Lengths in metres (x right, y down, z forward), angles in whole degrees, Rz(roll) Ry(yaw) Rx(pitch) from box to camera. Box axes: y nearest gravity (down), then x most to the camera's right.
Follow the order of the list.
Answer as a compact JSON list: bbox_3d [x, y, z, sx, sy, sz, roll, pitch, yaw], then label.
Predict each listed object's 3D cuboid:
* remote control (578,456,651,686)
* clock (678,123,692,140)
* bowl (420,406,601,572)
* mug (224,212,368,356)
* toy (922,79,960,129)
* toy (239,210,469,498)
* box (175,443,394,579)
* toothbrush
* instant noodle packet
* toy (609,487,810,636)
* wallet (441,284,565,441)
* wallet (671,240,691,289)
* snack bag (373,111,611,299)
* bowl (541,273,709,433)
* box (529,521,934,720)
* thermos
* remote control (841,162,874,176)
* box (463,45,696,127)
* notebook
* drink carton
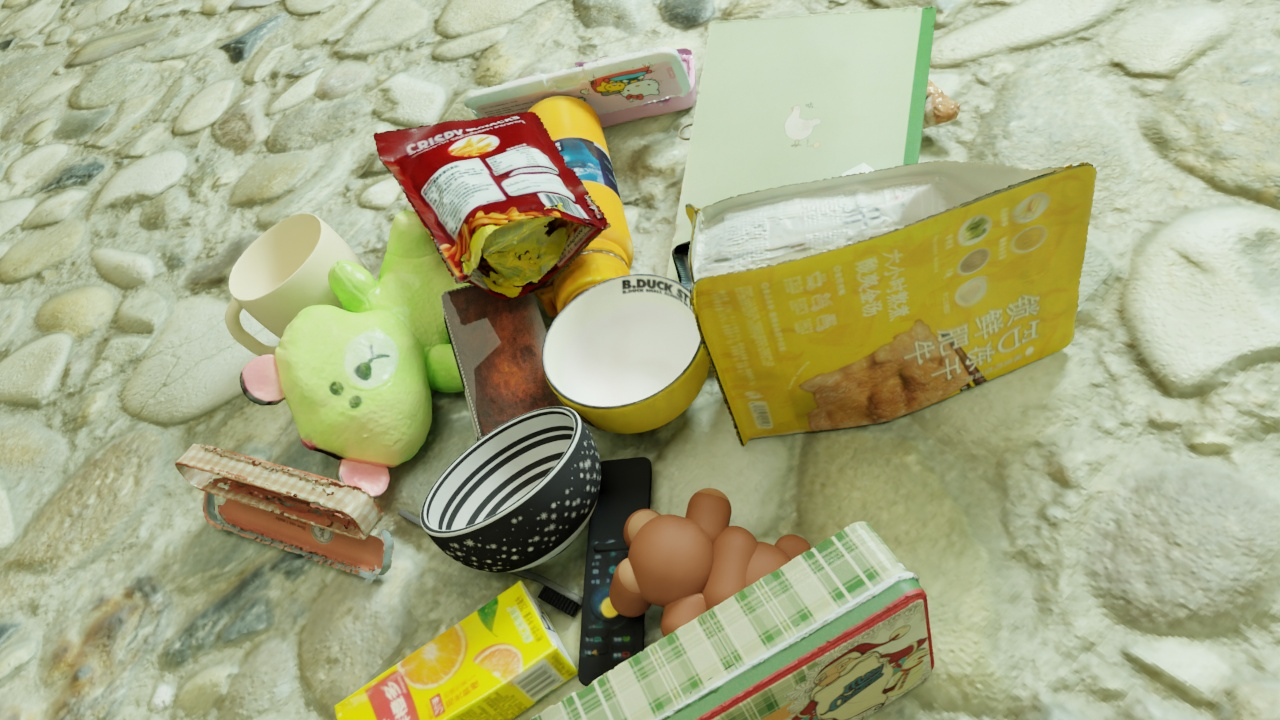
[{"bbox_3d":[-0.014,0.131,0.583,0.041,0.020,0.151,-7,52,14],"label":"remote control"},{"bbox_3d":[0.088,-0.181,0.768,0.141,0.055,0.092,26,66,32],"label":"clock"},{"bbox_3d":[-0.074,0.093,0.595,0.120,0.066,0.120,-27,23,12],"label":"bowl"},{"bbox_3d":[-0.283,-0.048,0.774,0.120,0.100,0.096,-43,45,-7],"label":"mug"},{"bbox_3d":[0.192,-0.220,0.746,0.106,0.085,0.074,-21,26,15],"label":"toy"},{"bbox_3d":[-0.199,-0.007,0.712,0.150,0.107,0.196,41,73,-3],"label":"toy"},{"bbox_3d":[-0.258,0.107,0.662,0.187,0.083,0.041,9,46,28],"label":"box"},{"bbox_3d":[-0.106,0.132,0.621,0.167,0.013,0.013,19,70,32],"label":"toothbrush"},{"bbox_3d":[0.152,-0.038,0.559,0.222,0.163,0.084,-11,49,12],"label":"instant noodle packet"},{"bbox_3d":[0.049,0.127,0.539,0.128,0.065,0.094,14,64,1],"label":"toy"},{"bbox_3d":[-0.098,0.000,0.673,0.072,0.019,0.123,-15,75,-15],"label":"wallet"},{"bbox_3d":[0.084,-0.062,0.671,0.115,0.026,0.089,-19,69,17],"label":"wallet"},{"bbox_3d":[-0.116,-0.141,0.710,0.138,0.067,0.207,-21,50,-15],"label":"snack bag"},{"bbox_3d":[-0.004,0.004,0.647,0.117,0.068,0.117,-11,51,13],"label":"bowl"},{"bbox_3d":[0.051,0.173,0.463,0.205,0.118,0.051,-28,44,-5],"label":"box"},{"bbox_3d":[-0.058,-0.120,0.766,0.092,0.076,0.232,-39,43,27],"label":"thermos"},{"bbox_3d":[0.188,-0.083,0.638,0.049,0.024,0.143,-47,67,3],"label":"remote control"},{"bbox_3d":[-0.049,-0.245,0.864,0.202,0.077,0.146,-9,20,14],"label":"box"},{"bbox_3d":[0.120,-0.153,0.703,0.182,0.010,0.252,4,77,24],"label":"notebook"},{"bbox_3d":[-0.111,0.199,0.552,0.134,0.043,0.058,-33,47,-8],"label":"drink carton"}]
